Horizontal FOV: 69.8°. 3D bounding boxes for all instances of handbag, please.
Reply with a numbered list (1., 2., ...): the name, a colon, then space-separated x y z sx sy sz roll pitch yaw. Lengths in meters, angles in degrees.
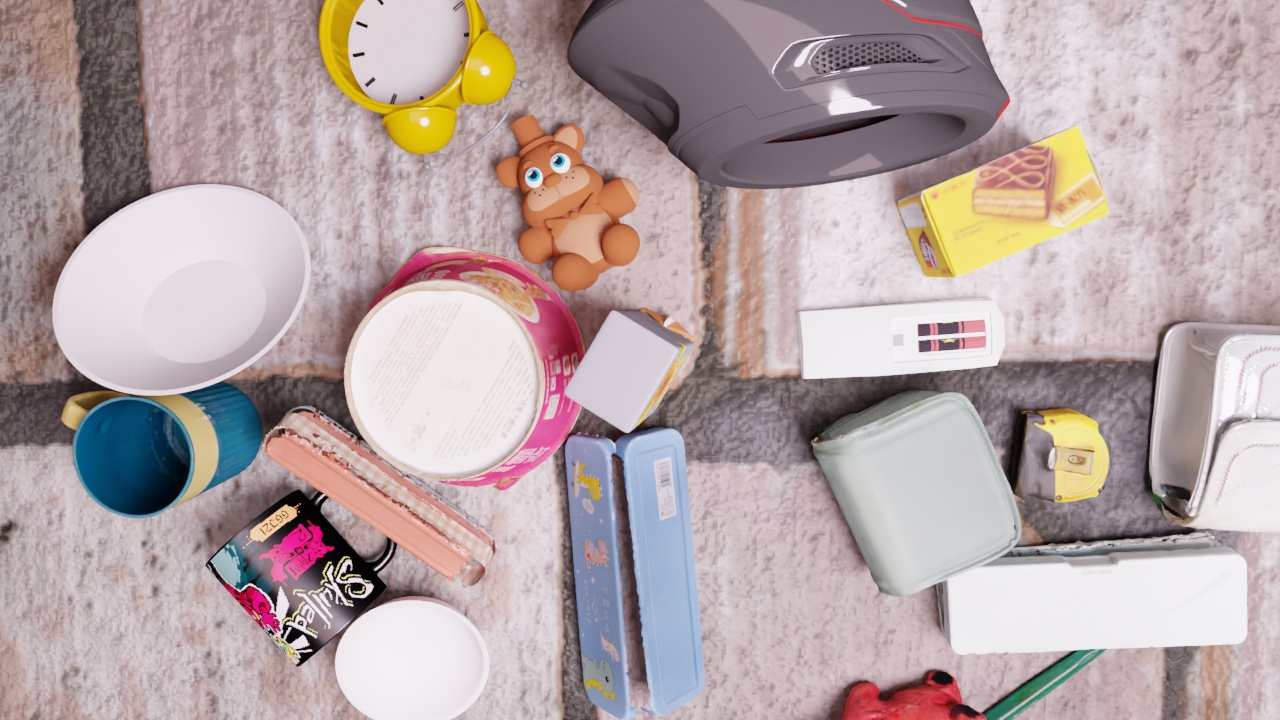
1. handbag: 0.458 0.050 0.608 0.198 0.096 0.142 1 97 2
2. handbag: 0.190 0.087 0.643 0.106 0.067 0.122 -25 94 -3

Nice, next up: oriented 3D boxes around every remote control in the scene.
1. remote control: 0.187 -0.015 0.654 0.143 0.024 0.049 -4 95 4

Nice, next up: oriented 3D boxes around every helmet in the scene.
1. helmet: 0.086 -0.207 0.572 0.264 0.164 0.170 -9 84 -4

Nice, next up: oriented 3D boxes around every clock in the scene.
1. clock: -0.155 -0.215 0.646 0.113 0.052 0.152 -38 88 6

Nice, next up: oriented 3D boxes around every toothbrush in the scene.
1. toothbrush: 0.326 0.220 0.673 0.190 0.017 0.016 -39 91 6

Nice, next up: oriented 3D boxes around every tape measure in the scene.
1. tape measure: 0.299 0.067 0.649 0.064 0.037 0.065 5 96 4

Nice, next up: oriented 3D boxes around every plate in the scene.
1. plate: -0.319 -0.046 0.656 0.174 0.036 0.173 0 62 0

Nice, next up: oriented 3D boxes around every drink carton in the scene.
1. drink carton: -0.004 0.004 0.619 0.048 0.124 0.076 31 97 5

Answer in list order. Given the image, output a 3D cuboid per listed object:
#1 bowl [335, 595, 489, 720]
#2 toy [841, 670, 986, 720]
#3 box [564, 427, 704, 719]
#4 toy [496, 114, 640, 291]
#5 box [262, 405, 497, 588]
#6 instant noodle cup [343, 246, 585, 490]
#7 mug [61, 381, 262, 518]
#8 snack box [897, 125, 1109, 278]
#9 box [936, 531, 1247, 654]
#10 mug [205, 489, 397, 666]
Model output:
1. bowl: -0.168 0.217 0.689 0.110 0.040 0.110 -2 109 -5
2. toy: 0.182 0.291 0.661 0.133 0.088 0.094 -9 106 6
3. box: -0.002 0.154 0.683 0.073 0.078 0.209 -8 96 -39
4. toy: -0.053 -0.115 0.642 0.095 0.065 0.127 -29 88 4
5. box: -0.187 0.100 0.676 0.188 0.062 0.058 40 112 -12
6. instant noodle cup: -0.131 0.011 0.652 0.179 0.077 0.178 0 96 4
7. mug: -0.345 0.051 0.655 0.113 0.107 0.083 25 98 1
8. snack box: 0.239 -0.103 0.613 0.106 0.083 0.061 -23 93 6
9. box: 0.314 0.168 0.646 0.199 0.066 0.083 -6 73 7
10. mug: -0.238 0.147 0.678 0.117 0.082 0.098 -42 92 -21
